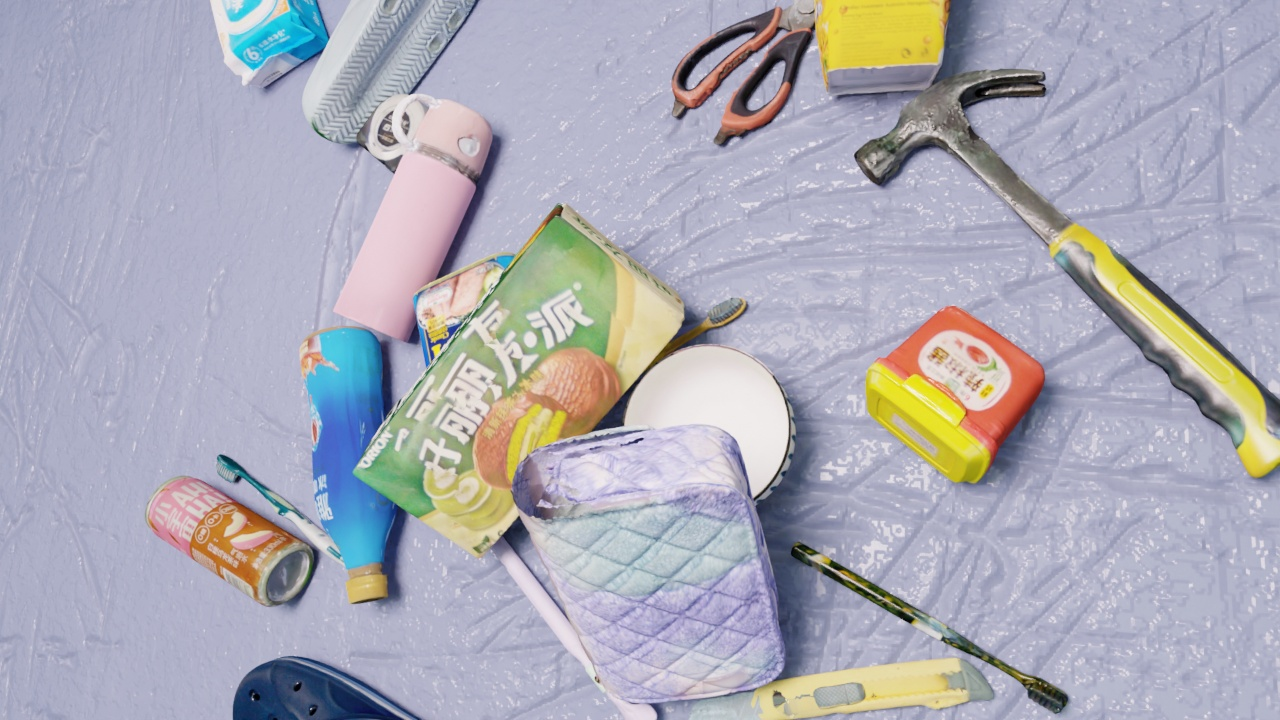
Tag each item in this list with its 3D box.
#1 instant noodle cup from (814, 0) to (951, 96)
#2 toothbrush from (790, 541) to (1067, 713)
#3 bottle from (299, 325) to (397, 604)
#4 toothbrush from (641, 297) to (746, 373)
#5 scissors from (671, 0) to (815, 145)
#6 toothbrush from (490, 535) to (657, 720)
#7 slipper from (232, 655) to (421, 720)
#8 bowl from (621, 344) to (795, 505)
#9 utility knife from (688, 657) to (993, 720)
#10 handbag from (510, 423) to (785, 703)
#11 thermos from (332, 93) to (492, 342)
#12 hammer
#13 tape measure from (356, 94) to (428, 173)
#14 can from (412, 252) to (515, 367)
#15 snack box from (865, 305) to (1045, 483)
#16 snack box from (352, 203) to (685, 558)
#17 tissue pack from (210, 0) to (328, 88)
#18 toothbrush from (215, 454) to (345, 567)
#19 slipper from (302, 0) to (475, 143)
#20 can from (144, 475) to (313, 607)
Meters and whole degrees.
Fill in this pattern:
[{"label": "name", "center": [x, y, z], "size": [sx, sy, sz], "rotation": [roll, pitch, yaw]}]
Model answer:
[{"label": "instant noodle cup", "center": [0.166, -0.255, 0.634], "size": [0.116, 0.116, 0.123], "rotation": [0, 93, 12]}, {"label": "toothbrush", "center": [0.177, 0.166, 0.582], "size": [0.186, 0.017, 0.012], "rotation": [28, 111, 25]}, {"label": "bottle", "center": [-0.230, 0.082, 0.734], "size": [0.065, 0.065, 0.218], "rotation": [-18, 71, 16]}, {"label": "toothbrush", "center": [-0.004, 0.004, 0.691], "size": [0.191, 0.018, 0.016], "rotation": [-31, 67, 12]}, {"label": "scissors", "center": [0.124, -0.251, 0.705], "size": [0.206, 0.015, 0.197], "rotation": [0, 76, 22]}, {"label": "toothbrush", "center": [-0.055, 0.192, 0.666], "size": [0.189, 0.021, 0.029], "rotation": [44, 127, 25]}, {"label": "slipper", "center": [-0.205, 0.300, 0.660], "size": [0.253, 0.095, 0.105], "rotation": [17, 81, 20]}, {"label": "bowl", "center": [0.052, 0.052, 0.632], "size": [0.117, 0.066, 0.116], "rotation": [-5, 76, 19]}, {"label": "utility knife", "center": [0.123, 0.219, 0.596], "size": [0.199, 0.021, 0.031], "rotation": [-16, 66, 22]}, {"label": "handbag", "center": [0.012, 0.129, 0.567], "size": [0.134, 0.194, 0.075], "rotation": [-11, 36, 7]}, {"label": "thermos", "center": [-0.192, -0.120, 0.758], "size": [0.067, 0.087, 0.198], "rotation": [20, 86, 49]}, {"label": "hammer", "center": [0.288, -0.067, 0.587], "size": [0.126, 0.032, 0.323], "rotation": [-41, 67, 9]}, {"label": "tape measure", "center": [-0.209, -0.199, 0.811], "size": [0.066, 0.033, 0.066], "rotation": [43, 97, 22]}, {"label": "can", "center": [-0.126, -0.027, 0.726], "size": [0.102, 0.057, 0.083], "rotation": [-22, 68, 15]}, {"label": "snack box", "center": [0.198, 0.020, 0.580], "size": [0.080, 0.082, 0.091], "rotation": [-45, 66, -9]}, {"label": "snack box", "center": [-0.086, 0.017, 0.652], "size": [0.114, 0.063, 0.240], "rotation": [38, 103, -14]}, {"label": "tissue pack", "center": [-0.364, -0.340, 0.889], "size": [0.090, 0.063, 0.140], "rotation": [-27, 69, 13]}, {"label": "toothbrush", "center": [-0.302, 0.131, 0.779], "size": [0.192, 0.016, 0.018], "rotation": [29, 99, 25]}, {"label": "slipper", "center": [-0.223, -0.306, 0.809], "size": [0.074, 0.104, 0.245], "rotation": [38, 99, 26]}, {"label": "can", "center": [-0.344, 0.149, 0.767], "size": [0.147, 0.058, 0.058], "rotation": [22, 86, 24]}]
